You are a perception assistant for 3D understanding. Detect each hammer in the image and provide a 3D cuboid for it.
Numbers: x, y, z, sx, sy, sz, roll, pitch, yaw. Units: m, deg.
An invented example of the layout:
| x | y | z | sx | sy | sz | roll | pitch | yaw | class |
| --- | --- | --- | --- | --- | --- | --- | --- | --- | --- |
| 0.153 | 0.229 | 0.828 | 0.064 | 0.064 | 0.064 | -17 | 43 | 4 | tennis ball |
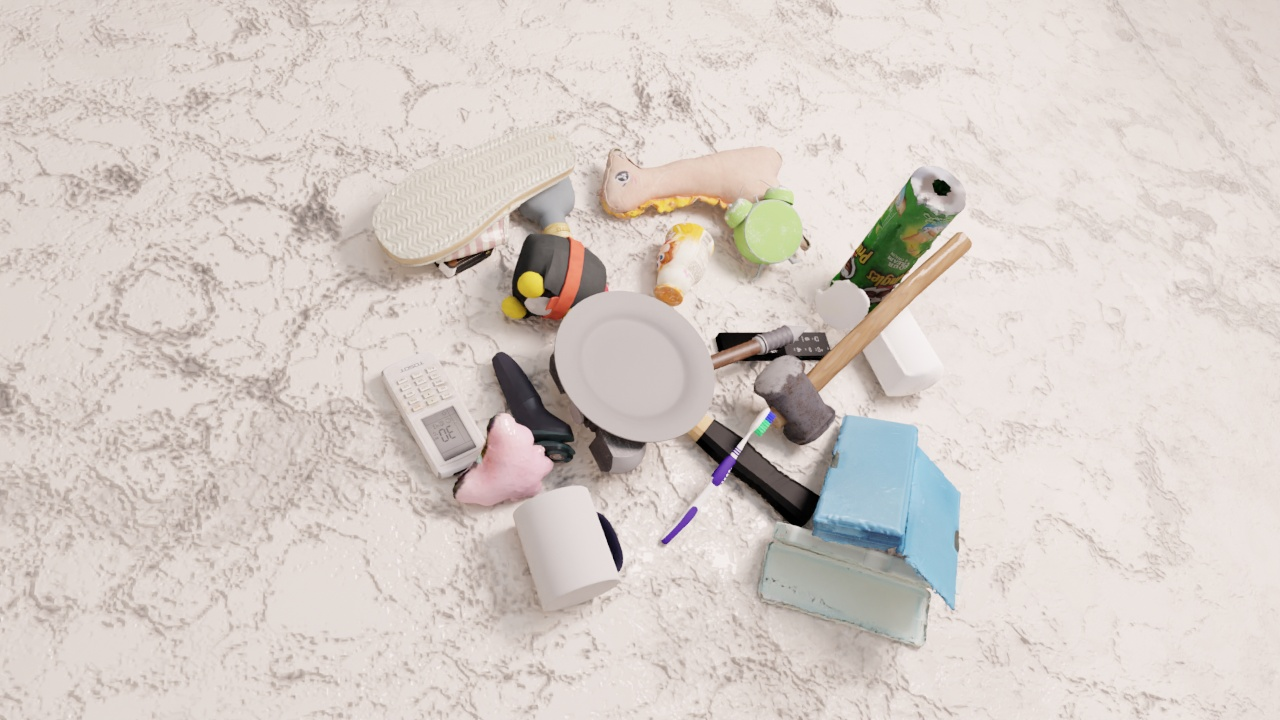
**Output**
| x | y | z | sx | sy | sz | roll | pitch | yaw | class |
| --- | --- | --- | --- | --- | --- | --- | --- | --- | --- |
| 0.066 | 0.008 | 1.021 | 0.321 | 0.043 | 0.156 | -20 | 71 | -29 | hammer |
| 0.060 | 0.069 | 1.030 | 0.328 | 0.039 | 0.130 | 38 | 57 | 4 | hammer |
| 0.268 | -0.039 | 1.068 | 0.328 | 0.052 | 0.098 | -43 | 119 | -9 | hammer |

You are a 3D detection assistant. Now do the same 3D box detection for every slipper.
| x | y | z | sx | sy | sz | roll | pitch | yaw | class |
| --- | --- | --- | --- | --- | --- | --- | --- | --- | --- |
| -0.184 | -0.185 | 1.054 | 0.262 | 0.052 | 0.115 | -37 | 75 | -25 | slipper |

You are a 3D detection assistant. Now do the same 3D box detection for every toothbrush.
| x | y | z | sx | sy | sz | roll | pitch | yaw | class |
| --- | --- | --- | --- | --- | --- | --- | --- | --- | --- |
| 0.084 | 0.124 | 0.983 | 0.016 | 0.015 | 0.186 | 41 | 78 | -4 | toothbrush |

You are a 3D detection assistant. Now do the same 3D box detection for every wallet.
| x | y | z | sx | sy | sz | roll | pitch | yaw | class |
| --- | --- | --- | --- | --- | --- | --- | --- | --- | --- |
| -0.234 | -0.157 | 1.067 | 0.072 | 0.020 | 0.123 | -36 | 77 | -33 | wallet |

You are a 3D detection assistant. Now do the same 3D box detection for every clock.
| x | y | z | sx | sy | sz | roll | pitch | yaw | class |
| --- | --- | --- | --- | --- | --- | --- | --- | --- | --- |
| 0.160 | -0.169 | 1.160 | 0.094 | 0.042 | 0.119 | -24 | 99 | -12 | clock |

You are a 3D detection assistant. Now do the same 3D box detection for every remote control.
| x | y | z | sx | sy | sz | roll | pitch | yaw | class |
| --- | --- | --- | --- | --- | --- | --- | --- | --- | --- |
| 0.165 | -0.017 | 1.130 | 0.150 | 0.013 | 0.034 | -1 | 61 | -20 | remote control |
| -0.212 | 0.055 | 0.947 | 0.060 | 0.026 | 0.138 | -24 | 71 | -29 | remote control |

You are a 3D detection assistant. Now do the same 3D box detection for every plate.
| x | y | z | sx | sy | sz | roll | pitch | yaw | class |
| --- | --- | --- | --- | --- | --- | --- | --- | --- | --- |
| -0.006 | 0.006 | 0.962 | 0.178 | 0.012 | 0.178 | 11 | 58 | -18 | plate |

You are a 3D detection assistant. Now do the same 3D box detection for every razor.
| x | y | z | sx | sy | sz | roll | pitch | yaw | class |
| --- | --- | --- | --- | --- | --- | --- | --- | --- | --- |
| -0.117 | 0.049 | 0.977 | 0.052 | 0.047 | 0.143 | -30 | 70 | -5 | razor |

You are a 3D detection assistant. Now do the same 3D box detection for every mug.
| x | y | z | sx | sy | sz | roll | pitch | yaw | class |
| --- | --- | --- | --- | --- | --- | --- | --- | --- | --- |
| -0.062 | 0.183 | 0.903 | 0.111 | 0.079 | 0.096 | 6 | 55 | -49 | mug |

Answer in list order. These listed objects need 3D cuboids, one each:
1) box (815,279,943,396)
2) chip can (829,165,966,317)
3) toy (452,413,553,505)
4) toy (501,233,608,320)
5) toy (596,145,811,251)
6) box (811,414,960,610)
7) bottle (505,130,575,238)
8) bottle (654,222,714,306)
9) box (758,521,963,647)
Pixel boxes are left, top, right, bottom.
| x | y | z | sx | sy | sz | roll | pitch | yaw | class |
| --- | --- | --- | --- | --- | --- | --- | --- | --- | --- |
| 0.296 | -0.032 | 1.140 | 0.118 | 0.085 | 0.159 | -8 | 63 | -32 | box |
| 0.312 | -0.141 | 1.126 | 0.075 | 0.224 | 0.075 | 7 | 59 | -12 | chip can |
| -0.132 | 0.105 | 0.919 | 0.093 | 0.102 | 0.050 | 19 | 17 | -39 | toy |
| -0.085 | -0.090 | 1.036 | 0.119 | 0.098 | 0.099 | 16 | 63 | -20 | toy |
| 0.082 | -0.205 | 1.184 | 0.263 | 0.065 | 0.196 | -16 | 77 | -21 | toy |
| 0.281 | 0.144 | 0.990 | 0.173 | 0.066 | 0.231 | 28 | 30 | 6 | box |
| -0.119 | -0.207 | 1.121 | 0.072 | 0.046 | 0.161 | -8 | 64 | -23 | bottle |
| 0.049 | -0.116 | 1.116 | 0.063 | 0.063 | 0.108 | 25 | 55 | -4 | bottle |
| 0.227 | 0.243 | 0.977 | 0.199 | 0.086 | 0.096 | 19 | 84 | -6 | box |
